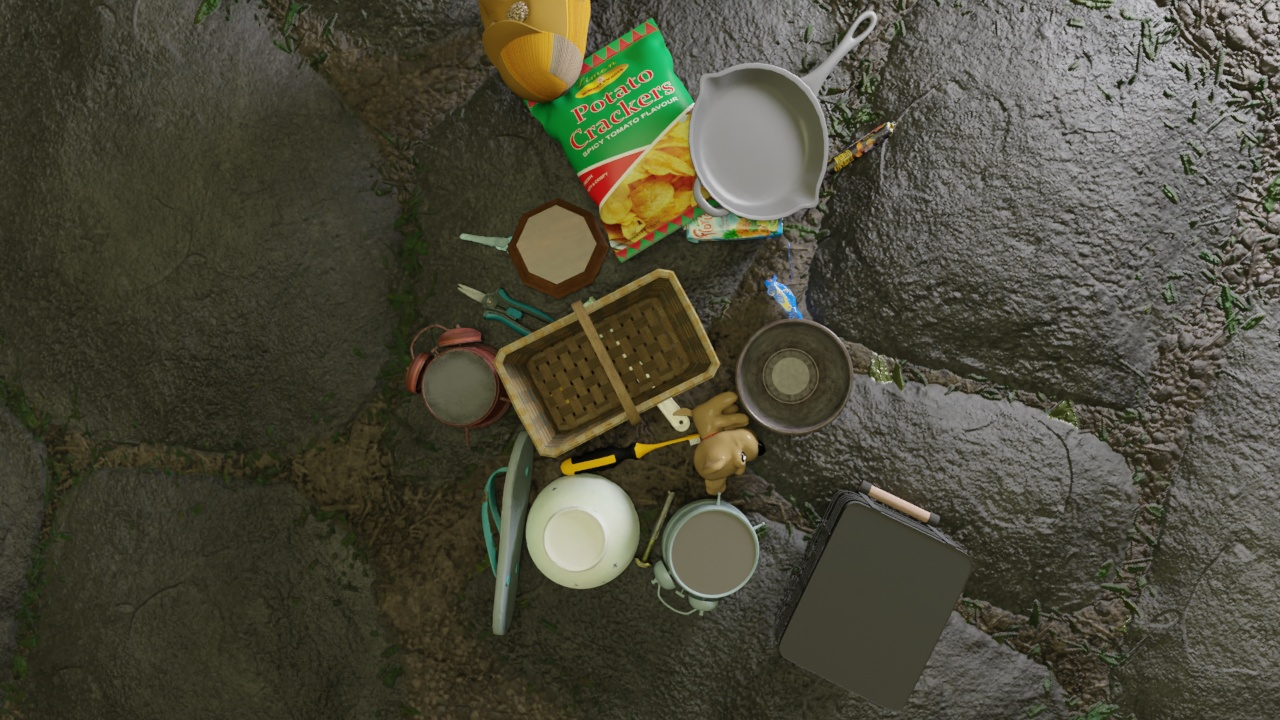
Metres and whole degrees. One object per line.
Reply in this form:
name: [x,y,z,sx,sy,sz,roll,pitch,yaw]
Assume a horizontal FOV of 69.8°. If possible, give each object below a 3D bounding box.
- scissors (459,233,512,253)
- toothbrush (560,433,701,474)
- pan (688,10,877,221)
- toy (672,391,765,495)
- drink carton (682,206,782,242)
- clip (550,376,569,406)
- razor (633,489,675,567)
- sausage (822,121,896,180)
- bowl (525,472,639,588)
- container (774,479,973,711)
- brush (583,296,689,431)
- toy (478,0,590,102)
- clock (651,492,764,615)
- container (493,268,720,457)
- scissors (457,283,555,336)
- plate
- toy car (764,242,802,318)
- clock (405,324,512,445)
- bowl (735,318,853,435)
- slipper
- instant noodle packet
scissors: [-0.178,-0.159,1.233,0.138,0.015,0.063,14,94,1]
toothbrush: [-0.010,0.120,1.212,0.197,0.031,0.031,-14,97,1]
pan: [0.185,-0.317,1.158,0.216,0.024,0.354,44,79,-16]
toy: [0.102,0.102,1.168,0.106,0.134,0.108,-12,69,2]
drink carton: [0.119,-0.177,1.190,0.129,0.038,0.044,-2,90,5]
clip: [-0.116,0.054,1.231,0.047,0.039,0.053,-34,89,1]
razor: [0.022,0.221,1.209,0.026,0.042,0.106,22,83,8]
sausage: [0.263,-0.261,1.184,0.155,0.020,0.020,-32,87,5]
bowl: [-0.080,0.228,1.197,0.153,0.073,0.153,0,91,5]
container: [0.279,0.286,1.131,0.163,0.130,0.241,25,93,5]
brush: [-0.007,0.007,1.219,0.033,0.012,0.217,-39,88,4]
toy: [-0.136,-0.417,1.137,0.199,0.162,0.203,-27,62,43]
clock: [0.083,0.253,1.182,0.122,0.045,0.159,35,89,-8]
container: [-0.041,0.004,1.119,0.250,0.186,0.157,-27,90,-1]
scissors: [-0.174,-0.071,1.231,0.137,0.019,0.129,-17,80,-1]
plate: [-0.110,-0.150,1.212,0.131,0.025,0.131,0,86,0]
toy car: [0.197,-0.096,1.183,0.062,0.033,0.092,-41,87,11]
clock: [-0.240,0.023,1.211,0.120,0.072,0.157,-40,87,5]
bowl: [0.193,0.020,1.170,0.145,0.067,0.145,0,90,6]
slipper: [-0.183,0.224,1.195,0.055,0.098,0.269,6,92,4]
instant noodle packet: [-0.005,-0.282,1.175,0.195,0.090,0.252,-31,86,3]
